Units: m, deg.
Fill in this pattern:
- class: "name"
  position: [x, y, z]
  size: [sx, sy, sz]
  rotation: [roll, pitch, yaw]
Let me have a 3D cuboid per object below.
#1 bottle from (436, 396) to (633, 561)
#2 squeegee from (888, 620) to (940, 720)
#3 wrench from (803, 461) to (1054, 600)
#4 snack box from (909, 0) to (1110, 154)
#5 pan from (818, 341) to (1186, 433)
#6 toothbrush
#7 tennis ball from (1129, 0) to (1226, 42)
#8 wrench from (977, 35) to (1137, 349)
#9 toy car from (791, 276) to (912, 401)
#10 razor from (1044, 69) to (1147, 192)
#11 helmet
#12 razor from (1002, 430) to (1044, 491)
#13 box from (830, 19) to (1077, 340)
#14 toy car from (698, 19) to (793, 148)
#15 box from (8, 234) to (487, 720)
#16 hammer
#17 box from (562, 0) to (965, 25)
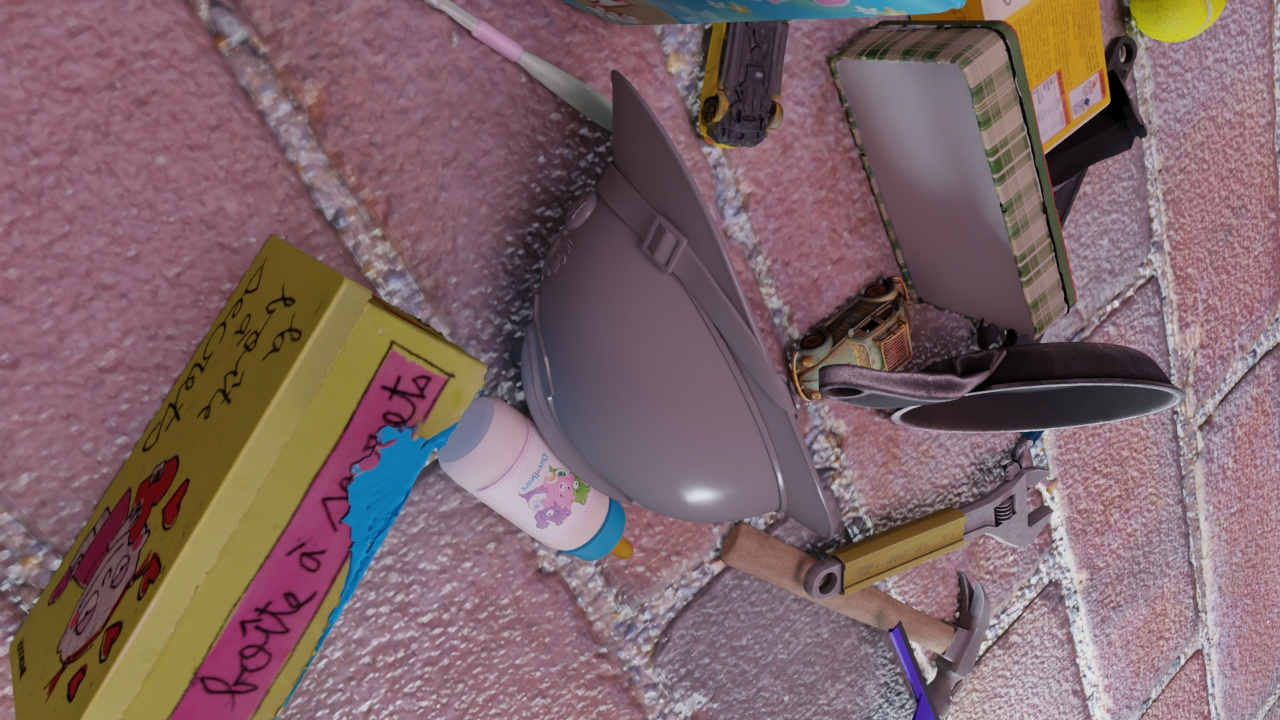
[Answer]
- class: "bottle"
  position: [-0.049, 0.077, 0.516]
  size: [0.051, 0.051, 0.146]
  rotation: [-52, 126, -9]
- class: "squeegee"
  position: [0.178, 0.347, 0.752]
  size: [0.184, 0.055, 0.250]
  rotation: [-33, 125, -7]
- class: "wrench"
  position: [0.233, 0.137, 0.715]
  size: [0.272, 0.018, 0.084]
  rotation: [-13, 114, -29]
- class: "snack box"
  position: [0.231, -0.247, 0.588]
  size: [0.110, 0.062, 0.230]
  rotation: [-36, 122, -18]
- class: "pan"
  position: [0.214, 0.017, 0.581]
  size: [0.356, 0.188, 0.055]
  rotation: [14, 71, -45]
- class: "toothbrush"
  position: [-0.047, -0.147, 0.466]
  size: [0.154, 0.015, 0.022]
  rotation: [27, 48, -36]
- class: "tennis ball"
  position: [0.405, -0.275, 0.691]
  size: [0.065, 0.065, 0.065]
  rotation: [-11, 111, -30]
- class: "wrench"
  position: [0.329, -0.125, 0.718]
  size: [0.073, 0.018, 0.273]
  rotation: [23, 91, -27]
- class: "toy car"
  position: [0.154, -0.012, 0.623]
  size: [0.111, 0.047, 0.047]
  rotation: [-36, 125, -19]
- class: "razor"
  position: [0.302, -0.149, 0.672]
  size: [0.156, 0.060, 0.057]
  rotation: [-34, 102, 3]
- class: "helmet"
  position: [-0.002, 0.003, 0.470]
  size: [0.118, 0.183, 0.271]
  rotation: [-26, 116, 1]
- class: "razor"
  position: [0.352, 0.050, 0.791]
  size: [0.143, 0.022, 0.042]
  rotation: [-49, 129, -16]
- class: "box"
  position: [0.201, -0.112, 0.580]
  size: [0.049, 0.118, 0.205]
  rotation: [-40, 121, -14]
- class: "toy car"
  position: [0.060, -0.173, 0.518]
  size: [0.049, 0.030, 0.107]
  rotation: [-1, 108, -32]
- class: "box"
  position: [-0.169, 0.063, 0.390]
  size: [0.080, 0.124, 0.221]
  rotation: [30, 89, -39]
- class: "hammer"
  position: [0.176, 0.191, 0.723]
  size: [0.331, 0.031, 0.119]
  rotation: [30, 87, -33]
- class: "box"
  position: [0.033, -0.208, 0.367]
  size: [0.097, 0.227, 0.121]
  rotation: [11, 100, -35]
